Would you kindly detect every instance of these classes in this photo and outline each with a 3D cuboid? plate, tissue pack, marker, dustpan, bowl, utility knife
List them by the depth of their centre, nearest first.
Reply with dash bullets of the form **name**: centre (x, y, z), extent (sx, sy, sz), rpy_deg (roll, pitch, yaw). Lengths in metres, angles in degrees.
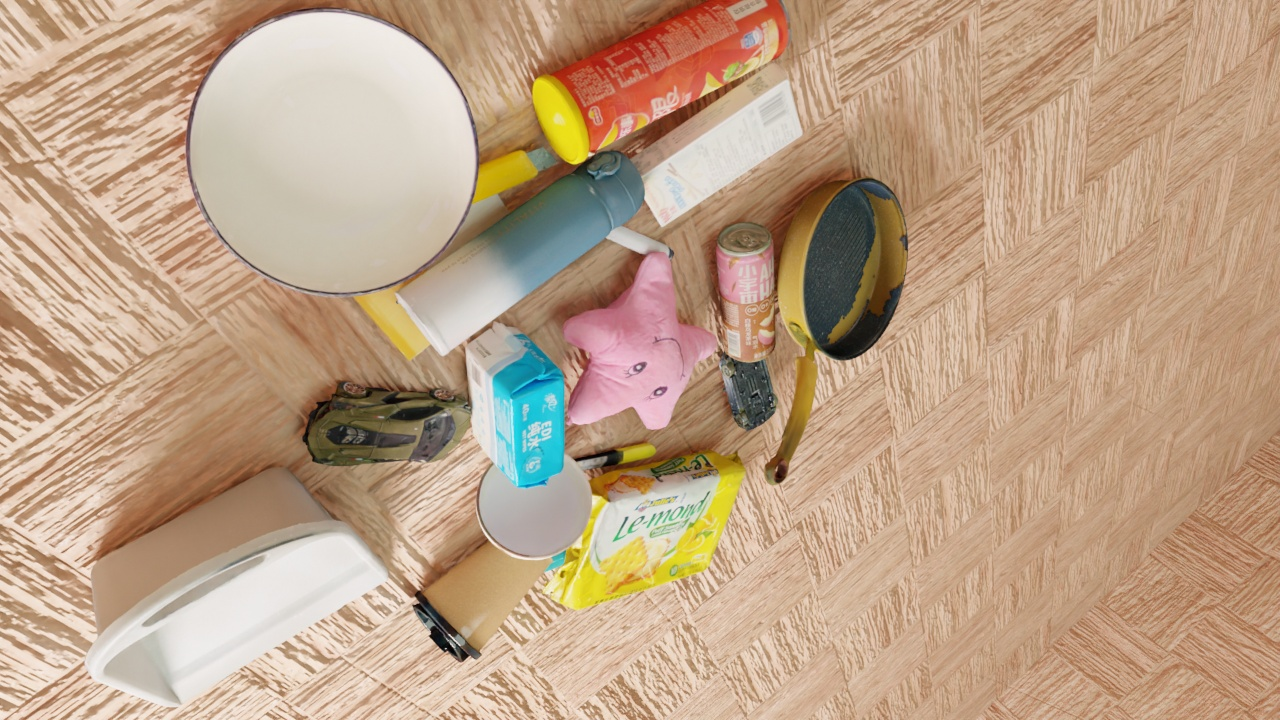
- **plate**: centre (-0.209, -0.141, 0.633), extent (0.192, 0.039, 0.193), rpy_deg (-11, 114, -25)
- **utility knife**: centre (-0.140, -0.131, 0.718), extent (0.173, 0.015, 0.033), rpy_deg (-28, 133, -22)
- **dustpan**: centre (-0.321, 0.207, 0.748), extent (0.222, 0.142, 0.258), rpy_deg (-30, 134, -19)
- **tissue pack**: centre (-0.110, 0.042, 0.835), extent (0.063, 0.090, 0.140), rpy_deg (-21, 132, -29)
- **marker**: centre (-0.015, -0.117, 0.849), extent (0.130, 0.018, 0.023), rpy_deg (16, 122, -45)
- **bowl**: centre (-0.109, 0.145, 0.916), extent (0.113, 0.113, 0.062), rpy_deg (-28, 169, -21)
- **marker**: centre (-0.038, 0.107, 1.003), extent (0.124, 0.015, 0.018), rpy_deg (-9, 124, -32)
- **utility knife**: centre (-0.113, 0.231, 1.035), extent (0.159, 0.013, 0.029), rpy_deg (-15, 131, -35)

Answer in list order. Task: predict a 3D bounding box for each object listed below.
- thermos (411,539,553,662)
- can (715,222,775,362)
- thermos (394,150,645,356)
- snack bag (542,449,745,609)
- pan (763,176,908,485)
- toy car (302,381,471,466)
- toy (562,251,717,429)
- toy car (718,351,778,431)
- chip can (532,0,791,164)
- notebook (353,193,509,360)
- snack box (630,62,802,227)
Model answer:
- **thermos**: centre (-0.162, 0.237, 0.947), extent (0.143, 0.093, 0.093), rpy_deg (-44, 139, -18)
- **can**: centre (0.111, -0.068, 0.960), extent (0.057, 0.058, 0.147), rpy_deg (-28, 135, -21)
- **thermos**: centre (-0.094, -0.093, 0.751), extent (0.220, 0.070, 0.070), rpy_deg (-38, 137, -12)
- **snack bag**: centre (0.006, 0.186, 1.049), extent (0.245, 0.068, 0.158), rpy_deg (-6, 123, -42)
- **pan**: centre (0.194, -0.031, 0.966), extent (0.197, 0.078, 0.356), rpy_deg (46, 69, -41)
- **toy car**: centre (-0.215, 0.058, 0.799), extent (0.157, 0.042, 0.070), rpy_deg (2, 119, -44)
- **toy**: centre (-0.005, 0.005, 0.904), extent (0.178, 0.074, 0.195), rpy_deg (-43, 136, -11)
- **toy car**: centre (0.122, 0.026, 1.059), extent (0.054, 0.037, 0.121), rpy_deg (-30, 125, -18)
- **chip can**: centre (0.019, -0.239, 0.746), extent (0.216, 0.073, 0.073), rpy_deg (-32, 136, -17)
- **notebook**: centre (-0.180, -0.107, 0.724), extent (0.145, 0.010, 0.206), rpy_deg (-40, 138, -10)
- **snack box**: centre (0.067, -0.188, 0.815), extent (0.157, 0.027, 0.085), rpy_deg (-32, 153, 5)
